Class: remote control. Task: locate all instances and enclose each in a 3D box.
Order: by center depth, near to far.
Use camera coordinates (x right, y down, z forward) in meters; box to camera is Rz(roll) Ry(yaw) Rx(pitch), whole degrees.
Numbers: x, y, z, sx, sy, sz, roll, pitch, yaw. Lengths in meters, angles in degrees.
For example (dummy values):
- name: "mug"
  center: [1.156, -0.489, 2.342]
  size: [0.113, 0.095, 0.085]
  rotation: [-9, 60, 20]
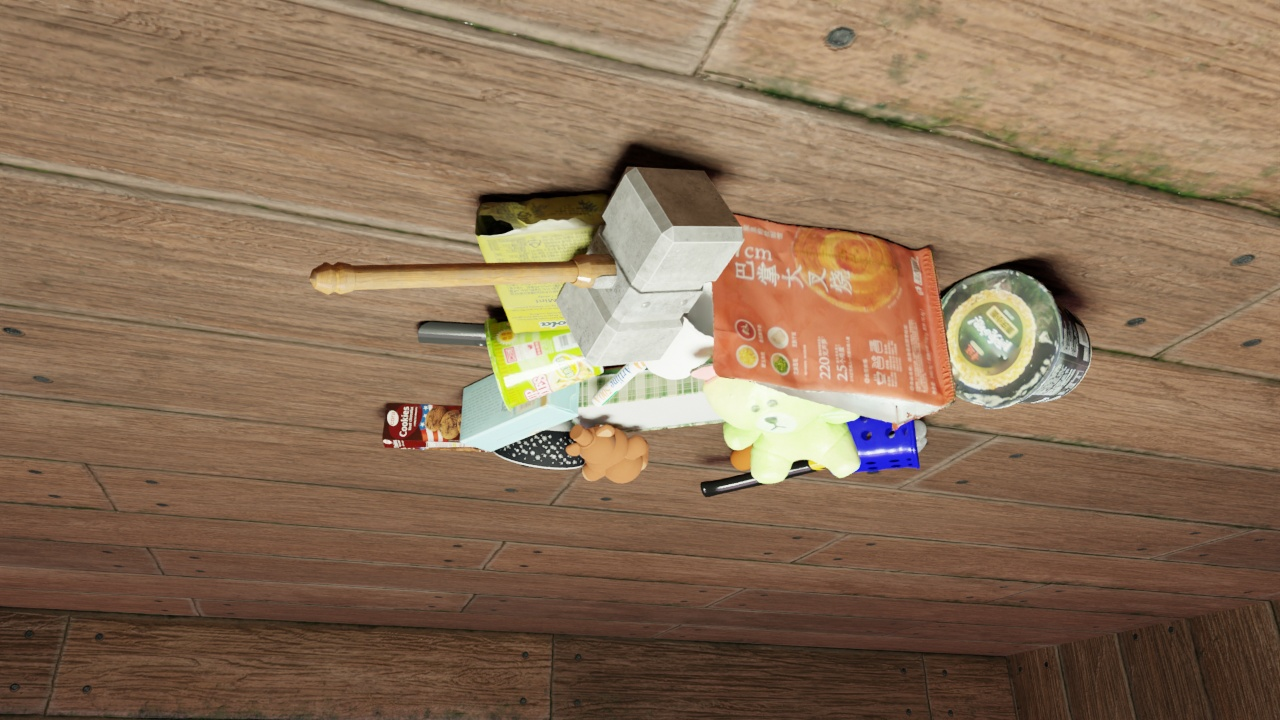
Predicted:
- name: "remote control"
  center: [-0.170, -0.026, 1.012]
  size: [0.146, 0.015, 0.033]
  rotation: [3, 154, -7]

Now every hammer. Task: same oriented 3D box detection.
- name: "hammer"
  center: [-0.090, -0.066, 0.697]
  size: [0.316, 0.083, 0.163]
  rotation: [-6, 145, -36]
- name: "hammer"
  center: [0.245, 0.150, 1.314]
  size: [0.324, 0.029, 0.127]
  rotation: [-15, 157, 10]

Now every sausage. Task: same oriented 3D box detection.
- name: "sausage"
  center: [0.177, 0.117, 1.284]
  size: [0.044, 0.039, 0.165]
  rotation: [9, 153, -27]

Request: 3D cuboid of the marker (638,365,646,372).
- name: "marker"
  center: [-0.019, -0.020, 1.020]
  size: [0.020, 0.017, 0.133]
  rotation: [-40, 151, -5]

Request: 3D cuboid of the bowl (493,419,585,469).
- name: "bowl"
  center: [-0.126, 0.092, 1.185]
  size: [0.120, 0.066, 0.120]
  rotation: [10, -174, -1]

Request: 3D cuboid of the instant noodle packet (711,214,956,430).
- name: "instant noodle packet"
  center: [0.159, -0.041, 0.813]
  size: [0.220, 0.164, 0.084]
  rotation: [12, 154, -25]

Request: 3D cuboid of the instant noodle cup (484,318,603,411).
- name: "instant noodle cup"
  center: [-0.098, -0.007, 0.962]
  size: [0.108, 0.098, 0.099]
  rotation: [-14, 154, -2]

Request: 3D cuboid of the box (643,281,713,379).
- name: "box"
  center: [0.038, -0.046, 0.903]
  size: [0.125, 0.084, 0.156]
  rotation: [19, 148, -22]

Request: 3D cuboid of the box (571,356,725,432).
- name: "box"
  center: [0.011, 0.046, 1.128]
  size: [0.206, 0.051, 0.117]
  rotation: [-7, 157, 16]

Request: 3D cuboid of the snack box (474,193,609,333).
- name: "snack box"
  center: [-0.077, -0.089, 0.850]
  size: [0.121, 0.045, 0.181]
  rotation: [-4, 152, 4]

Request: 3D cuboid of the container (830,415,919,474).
- name: "container"
  center: [0.299, 0.099, 1.199]
  size: [0.114, 0.084, 0.085]
  rotation: [-8, 155, 18]

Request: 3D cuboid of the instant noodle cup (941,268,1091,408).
- name: "instant noodle cup"
  center: [0.378, -0.013, 0.921]
  size: [0.112, 0.137, 0.138]
  rotation: [11, 153, -40]

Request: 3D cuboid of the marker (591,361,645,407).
- name: "marker"
  center: [-0.006, 0.006, 1.034]
  size: [0.017, 0.017, 0.146]
  rotation: [19, 131, -35]

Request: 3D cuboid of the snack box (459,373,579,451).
- name: "snack box"
  center: [-0.146, 0.049, 1.101]
  size: [0.175, 0.074, 0.053]
  rotation: [-23, 147, 38]

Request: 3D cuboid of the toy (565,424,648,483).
- name: "toy"
  center: [-0.044, 0.109, 1.147]
  size: [0.095, 0.065, 0.127]
  rotation: [-31, 137, 19]

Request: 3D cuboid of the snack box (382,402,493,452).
- name: "snack box"
  center: [-0.264, 0.089, 1.208]
  size: [0.141, 0.051, 0.032]
  rotation: [3, 154, -7]

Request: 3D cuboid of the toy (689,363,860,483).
- name: "toy"
  center: [0.147, 0.041, 0.940]
  size: [0.150, 0.107, 0.197]
  rotation: [-9, 131, 16]
